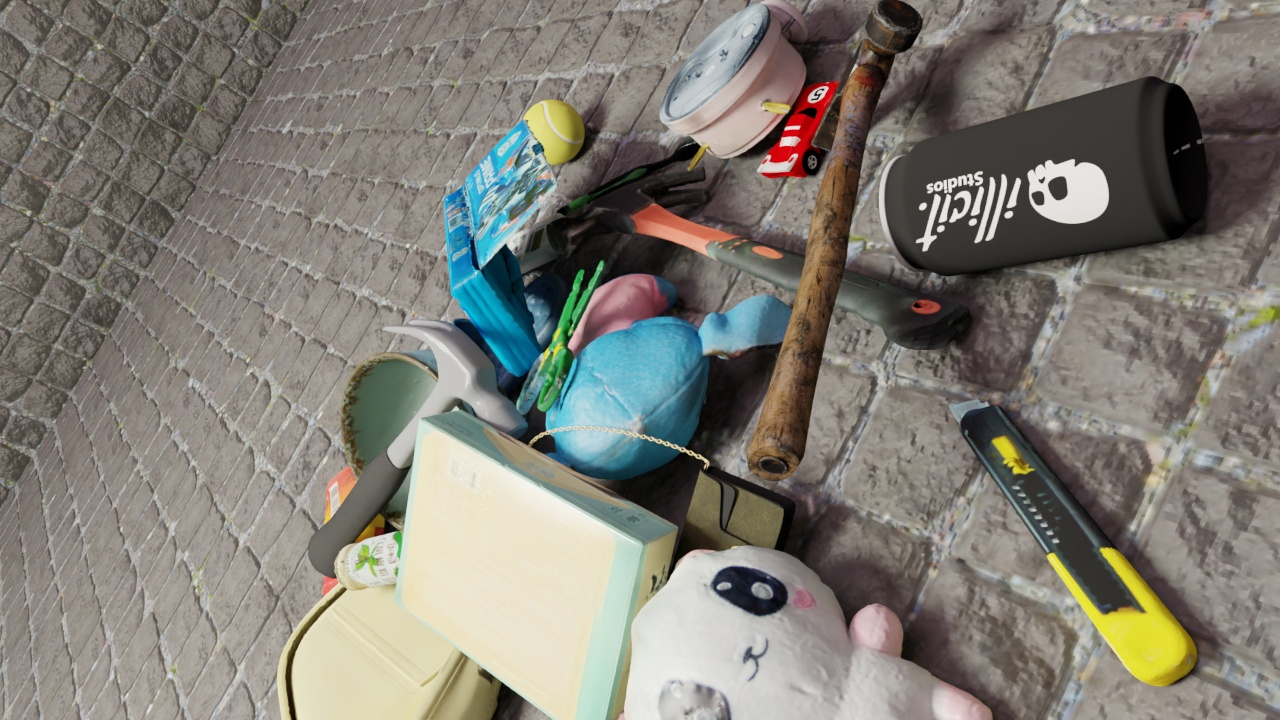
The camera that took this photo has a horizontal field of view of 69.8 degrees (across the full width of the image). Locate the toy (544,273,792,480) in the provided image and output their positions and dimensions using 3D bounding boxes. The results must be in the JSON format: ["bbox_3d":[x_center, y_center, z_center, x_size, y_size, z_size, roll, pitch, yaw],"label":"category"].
[{"bbox_3d":[-0.004,0.004,0.661,0.224,0.099,0.191,-39,28,10],"label":"toy"}]

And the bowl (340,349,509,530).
[{"bbox_3d":[-0.161,0.059,0.767,0.160,0.093,0.160,11,110,31],"label":"bowl"}]

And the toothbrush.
[{"bbox_3d":[-0.013,-0.169,0.854,0.188,0.014,0.017,-17,39,40],"label":"toothbrush"}]

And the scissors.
[{"bbox_3d":[-0.058,-0.013,0.653,0.113,0.012,0.130,-40,30,50],"label":"scissors"}]

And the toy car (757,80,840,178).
[{"bbox_3d":[0.124,-0.174,0.693,0.038,0.025,0.089,13,74,52],"label":"toy car"}]

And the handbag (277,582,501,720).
[{"bbox_3d":[-0.189,0.247,0.701,0.190,0.088,0.233,-51,34,-18],"label":"handbag"}]

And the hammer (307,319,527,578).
[{"bbox_3d":[-0.201,0.085,0.724,0.125,0.029,0.312,53,127,12],"label":"hammer"}]

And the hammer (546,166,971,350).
[{"bbox_3d":[0.075,-0.072,0.635,0.132,0.033,0.333,-30,37,-25],"label":"hammer"}]

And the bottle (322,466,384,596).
[{"bbox_3d":[-0.272,0.167,0.870,0.072,0.048,0.134,-38,41,24],"label":"bottle"}]

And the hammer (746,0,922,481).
[{"bbox_3d":[0.107,-0.071,0.536,0.120,0.033,0.329,110,180,-55],"label":"hammer"}]

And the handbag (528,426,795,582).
[{"bbox_3d":[0.001,0.087,0.560,0.178,0.027,0.084,21,103,26],"label":"handbag"}]

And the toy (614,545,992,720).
[{"bbox_3d":[0.076,0.167,0.451,0.180,0.101,0.138,9,57,31],"label":"toy"}]

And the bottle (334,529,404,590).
[{"bbox_3d":[-0.185,0.152,0.714,0.110,0.042,0.042,-16,51,20],"label":"bottle"}]

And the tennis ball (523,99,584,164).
[{"bbox_3d":[-0.090,-0.235,0.944,0.065,0.065,0.065,-28,45,33],"label":"tennis ball"}]

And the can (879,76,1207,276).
[{"bbox_3d":[0.210,-0.093,0.490,0.146,0.080,0.080,-7,59,46],"label":"can"}]

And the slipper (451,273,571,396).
[{"bbox_3d":[-0.146,-0.003,0.846,0.214,0.059,0.103,-39,42,19],"label":"slipper"}]

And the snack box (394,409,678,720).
[{"bbox_3d":[-0.076,0.132,0.583,0.194,0.044,0.142,23,111,33],"label":"snack box"}]

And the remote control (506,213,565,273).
[{"bbox_3d":[-0.120,-0.105,0.919,0.134,0.022,0.050,-17,52,41],"label":"remote control"}]

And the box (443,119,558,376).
[{"bbox_3d":[-0.101,-0.105,0.765,0.114,0.114,0.243,-32,28,3],"label":"box"}]

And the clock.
[{"bbox_3d":[0.079,-0.232,0.741,0.117,0.059,0.157,-28,35,41],"label":"clock"}]

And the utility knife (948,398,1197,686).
[{"bbox_3d":[0.196,0.074,0.438,0.029,0.020,0.173,-42,38,17],"label":"utility knife"}]
